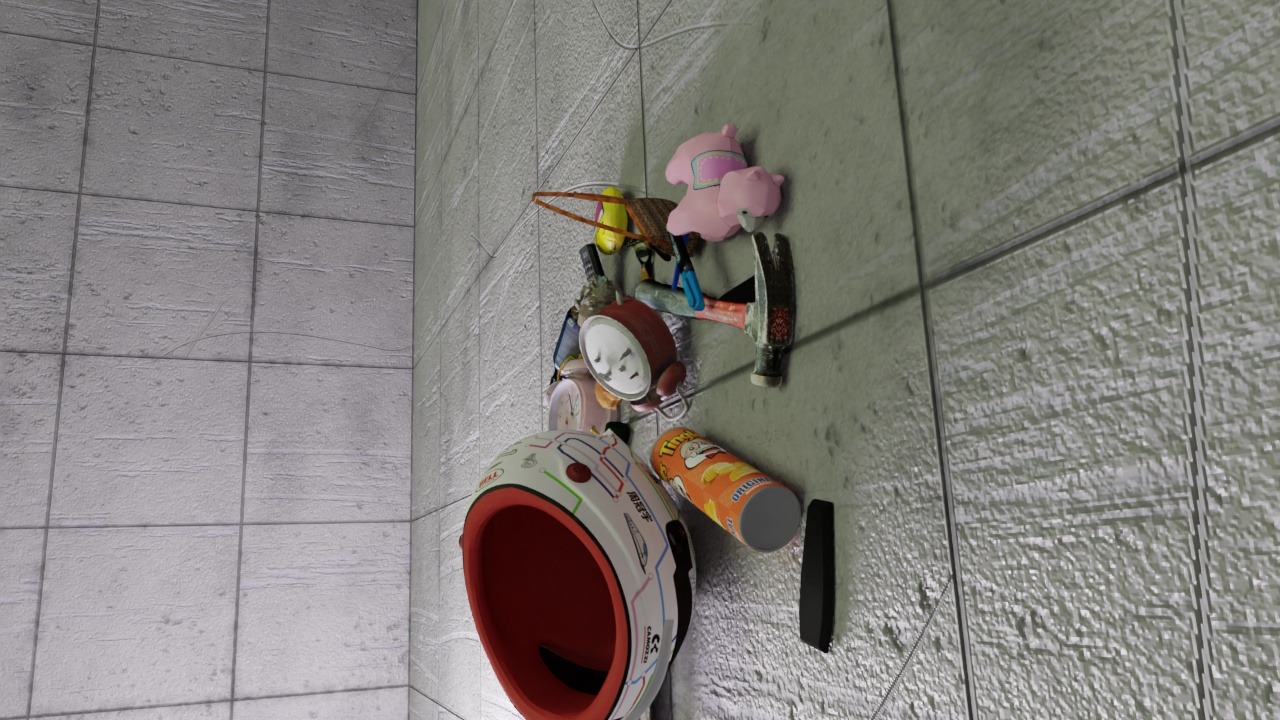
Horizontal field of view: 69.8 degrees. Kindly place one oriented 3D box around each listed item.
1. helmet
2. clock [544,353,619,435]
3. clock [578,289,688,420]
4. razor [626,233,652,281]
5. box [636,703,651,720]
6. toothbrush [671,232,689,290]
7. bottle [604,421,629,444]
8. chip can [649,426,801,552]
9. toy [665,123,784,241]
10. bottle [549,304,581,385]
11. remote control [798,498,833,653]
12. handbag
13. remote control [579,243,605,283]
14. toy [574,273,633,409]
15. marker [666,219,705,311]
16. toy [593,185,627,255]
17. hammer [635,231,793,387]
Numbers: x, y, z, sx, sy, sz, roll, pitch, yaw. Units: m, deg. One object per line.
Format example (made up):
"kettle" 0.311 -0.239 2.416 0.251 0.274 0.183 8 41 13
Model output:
"helmet" -0.053 0.225 0.986 0.232 0.235 0.314 -33 72 25
"clock" -0.087 0.063 1.286 0.117 0.058 0.157 -48 45 41
"clock" -0.007 0.006 1.054 0.157 0.061 0.110 51 143 3
"razor" 0.006 -0.093 1.152 0.044 0.021 0.144 -15 72 44
"box" -0.025 0.423 1.083 0.121 0.094 0.217 -9 76 26
"toothbrush" 0.055 -0.164 1.001 0.011 0.016 0.186 -18 57 59
"bottle" -0.039 0.143 1.221 0.033 0.033 0.123 -136 52 -62
"chip can" 0.076 0.120 0.898 0.210 0.062 0.062 -153 68 -66
"toy" 0.083 -0.174 0.915 0.158 0.067 0.123 -20 67 62
"bottle" -0.098 -0.011 1.354 0.056 0.056 0.161 -109 30 -43
"remote control" 0.150 0.181 0.778 0.039 0.010 0.124 178 95 -68
"handbag" -0.030 -0.154 1.016 0.043 0.195 0.093 -65 32 31
"remote control" -0.053 -0.090 1.258 0.045 0.021 0.140 171 82 -73
"toy" -0.038 -0.022 1.175 0.132 0.076 0.176 -129 34 -72
"marker" 0.045 -0.102 0.965 0.018 0.015 0.122 122 141 -47
"toy" -0.041 -0.191 1.253 0.096 0.041 0.094 118 150 -60
"hammer" 0.067 -0.067 0.978 0.326 0.036 0.140 -159 71 -66
